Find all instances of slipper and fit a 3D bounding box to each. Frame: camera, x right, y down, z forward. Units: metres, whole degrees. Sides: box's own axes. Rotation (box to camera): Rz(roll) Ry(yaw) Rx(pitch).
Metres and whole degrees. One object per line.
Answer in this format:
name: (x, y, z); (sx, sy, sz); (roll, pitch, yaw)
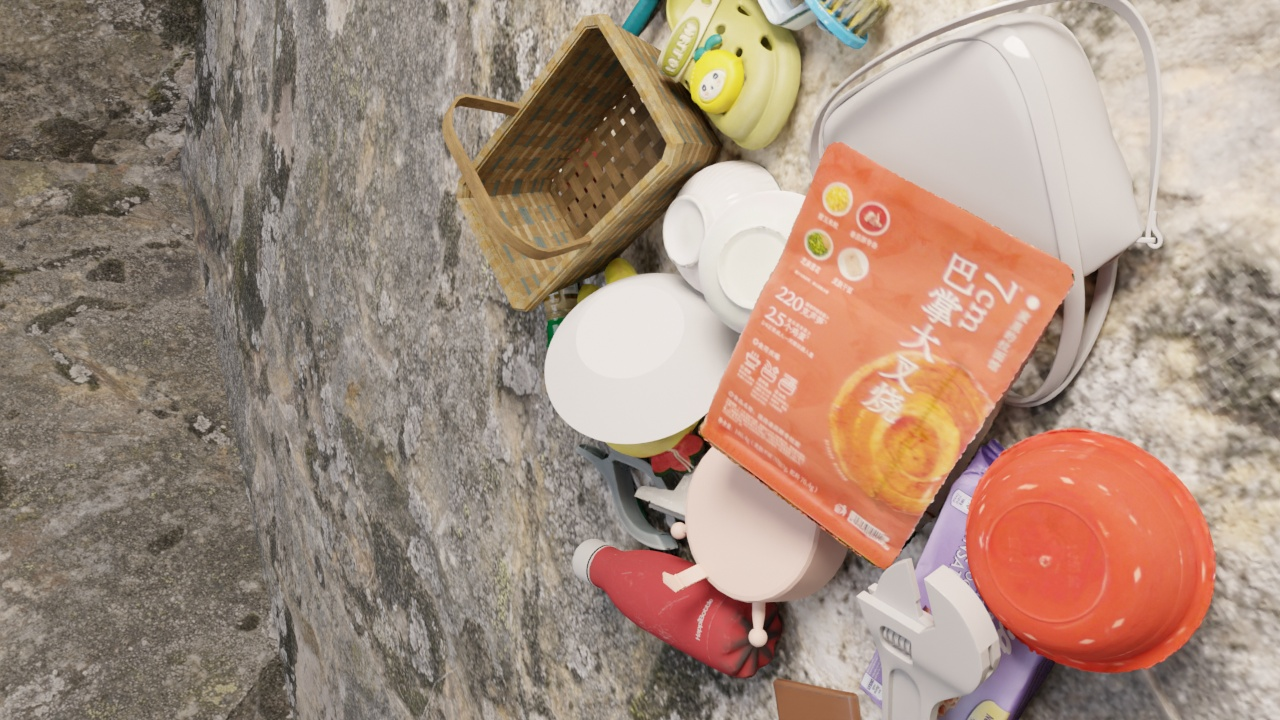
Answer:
slipper: (0.057, -0.253, 0.728); (0.092, 0.081, 0.190); (-53, 50, 41)

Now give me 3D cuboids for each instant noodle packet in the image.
instant noodle packet: (0.143, -0.004, 0.574); (0.164, 0.083, 0.221); (37, 133, 26)

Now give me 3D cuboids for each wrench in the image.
wrench: (0.176, 0.238, 0.570); (0.087, 0.018, 0.274); (25, 130, 48)

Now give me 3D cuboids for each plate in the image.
plate: (-0.005, -0.015, 0.777); (0.174, 0.174, 0.036); (55, 175, 36)

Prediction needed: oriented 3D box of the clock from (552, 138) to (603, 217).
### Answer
clock: (-0.082, -0.202, 0.964); (0.087, 0.044, 0.124); (-40, 64, 50)

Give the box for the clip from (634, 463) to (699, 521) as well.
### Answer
clip: (0.050, 0.126, 0.821); (0.102, 0.053, 0.058); (17, 124, 33)

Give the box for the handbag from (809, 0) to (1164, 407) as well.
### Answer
handbag: (0.204, -0.077, 0.541); (0.216, 0.095, 0.222); (-17, 93, 56)

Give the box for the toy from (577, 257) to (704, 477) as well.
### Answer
toy: (-0.005, 0.005, 0.842); (0.134, 0.092, 0.207); (-39, 54, 34)

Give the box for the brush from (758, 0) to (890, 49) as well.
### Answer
brush: (0.121, -0.269, 0.651); (0.076, 0.055, 0.135); (-45, 59, 43)

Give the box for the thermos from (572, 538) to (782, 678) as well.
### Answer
thermos: (0.019, 0.212, 0.836); (0.240, 0.073, 0.073); (10, 103, 50)

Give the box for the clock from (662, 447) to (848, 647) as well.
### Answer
clock: (0.091, 0.117, 0.707); (0.161, 0.086, 0.131); (-53, 48, 16)

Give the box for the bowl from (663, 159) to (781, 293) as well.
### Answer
bowl: (0.060, -0.107, 0.757); (0.118, 0.062, 0.118); (11, 103, 54)

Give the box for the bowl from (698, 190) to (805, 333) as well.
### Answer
bowl: (0.094, -0.068, 0.671); (0.113, 0.063, 0.113); (3, 98, 22)

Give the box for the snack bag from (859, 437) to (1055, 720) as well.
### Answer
snack bag: (0.217, 0.158, 0.572); (0.096, 0.058, 0.206); (39, 122, 41)

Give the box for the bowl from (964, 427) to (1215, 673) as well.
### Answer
bowl: (0.222, 0.102, 0.483); (0.131, 0.045, 0.130); (0, 90, 48)

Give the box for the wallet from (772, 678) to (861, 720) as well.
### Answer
wallet: (0.147, 0.320, 0.732); (0.088, 0.013, 0.121); (-11, 85, 51)

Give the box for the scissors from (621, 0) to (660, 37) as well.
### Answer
scissors: (0.013, -0.328, 0.818); (0.131, 0.019, 0.149); (-56, 11, 6)

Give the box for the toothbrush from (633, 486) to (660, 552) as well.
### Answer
toothbrush: (0.008, 0.183, 0.910); (0.016, 0.017, 0.189); (-53, 53, 44)

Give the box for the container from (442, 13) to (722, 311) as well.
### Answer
container: (-0.074, -0.162, 0.793); (0.251, 0.185, 0.157); (-39, 74, 41)

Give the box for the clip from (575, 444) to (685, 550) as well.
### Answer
clip: (-0.014, 0.127, 0.907); (0.106, 0.027, 0.163); (-53, 52, 28)

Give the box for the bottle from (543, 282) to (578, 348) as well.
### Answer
bottle: (-0.086, -0.066, 0.990); (0.043, 0.043, 0.111); (-14, 83, 55)
